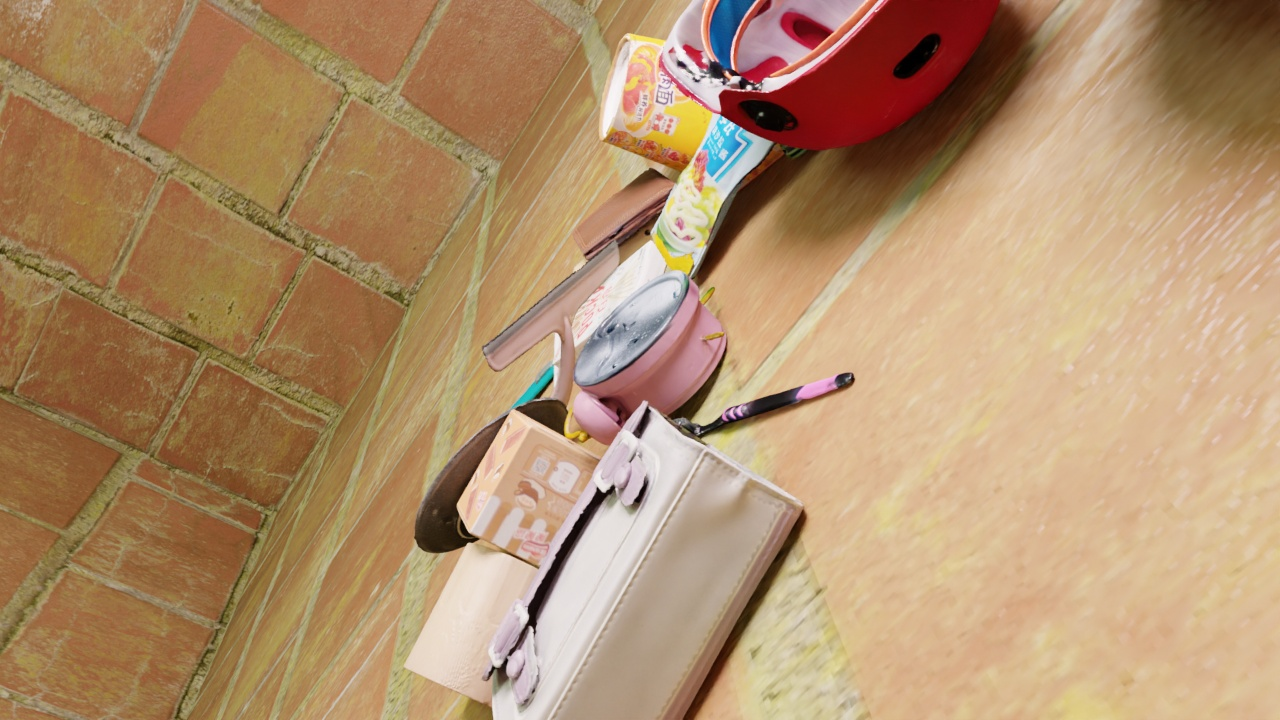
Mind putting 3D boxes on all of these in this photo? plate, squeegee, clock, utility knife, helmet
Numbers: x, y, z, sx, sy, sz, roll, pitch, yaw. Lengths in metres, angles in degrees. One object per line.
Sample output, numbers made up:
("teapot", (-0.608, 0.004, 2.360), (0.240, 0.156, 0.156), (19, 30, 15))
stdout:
("plate", (-0.124, 0.109, 0.819), (0.179, 0.024, 0.180), (-40, -22, -21))
("squeegee", (-0.087, 0.040, 0.862), (0.246, 0.040, 0.250), (-50, -18, -54))
("clock", (-0.004, 0.004, 0.706), (0.159, 0.060, 0.117), (-38, 22, 17))
("utility knife", (-0.110, 0.017, 1.055), (0.217, 0.013, 0.029), (-47, 26, 22))
("helmet", (0.144, -0.226, 0.597), (0.207, 0.144, 0.240), (-59, 33, 3))

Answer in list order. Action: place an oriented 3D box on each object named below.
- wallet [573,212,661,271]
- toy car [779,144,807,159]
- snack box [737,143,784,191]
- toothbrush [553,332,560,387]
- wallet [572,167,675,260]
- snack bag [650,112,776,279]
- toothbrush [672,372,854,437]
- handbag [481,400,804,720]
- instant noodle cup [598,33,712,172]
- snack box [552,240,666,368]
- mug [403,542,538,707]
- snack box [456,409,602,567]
("wallet", (-0.024, -0.123, 0.997), (0.115, 0.024, 0.087), (-37, 22, 11))
("toy car", (0.135, -0.204, 0.744), (0.043, 0.036, 0.091), (-30, 39, 53))
("snack box", (0.092, -0.190, 0.839), (0.156, 0.027, 0.076), (-34, 32, 51))
("toothbrush", (-0.087, 0.008, 0.994), (0.016, 0.016, 0.179), (-38, 32, 27))
("wallet", (-0.015, -0.152, 0.969), (0.124, 0.032, 0.101), (-37, 22, 4))
("snack bag", (0.069, -0.168, 0.783), (0.191, 0.038, 0.110), (-60, 25, 32))
("toothbrush", (0.069, 0.031, 0.592), (0.190, 0.018, 0.014), (-26, 36, 56))
("handbag", (-0.011, 0.130, 0.535), (0.197, 0.098, 0.145), (-59, 14, -1))
("instant noodle cup", (0.023, -0.265, 0.939), (0.138, 0.109, 0.138), (-170, 91, -75))
("snack box", (-0.032, -0.052, 0.942), (0.157, 0.027, 0.084), (-34, 32, 47))
("mug", (-0.122, 0.212, 0.726), (0.125, 0.084, 0.103), (97, -164, -68))
("snack box", (-0.080, 0.105, 0.733), (0.094, 0.092, 0.077), (-61, 20, -3))
